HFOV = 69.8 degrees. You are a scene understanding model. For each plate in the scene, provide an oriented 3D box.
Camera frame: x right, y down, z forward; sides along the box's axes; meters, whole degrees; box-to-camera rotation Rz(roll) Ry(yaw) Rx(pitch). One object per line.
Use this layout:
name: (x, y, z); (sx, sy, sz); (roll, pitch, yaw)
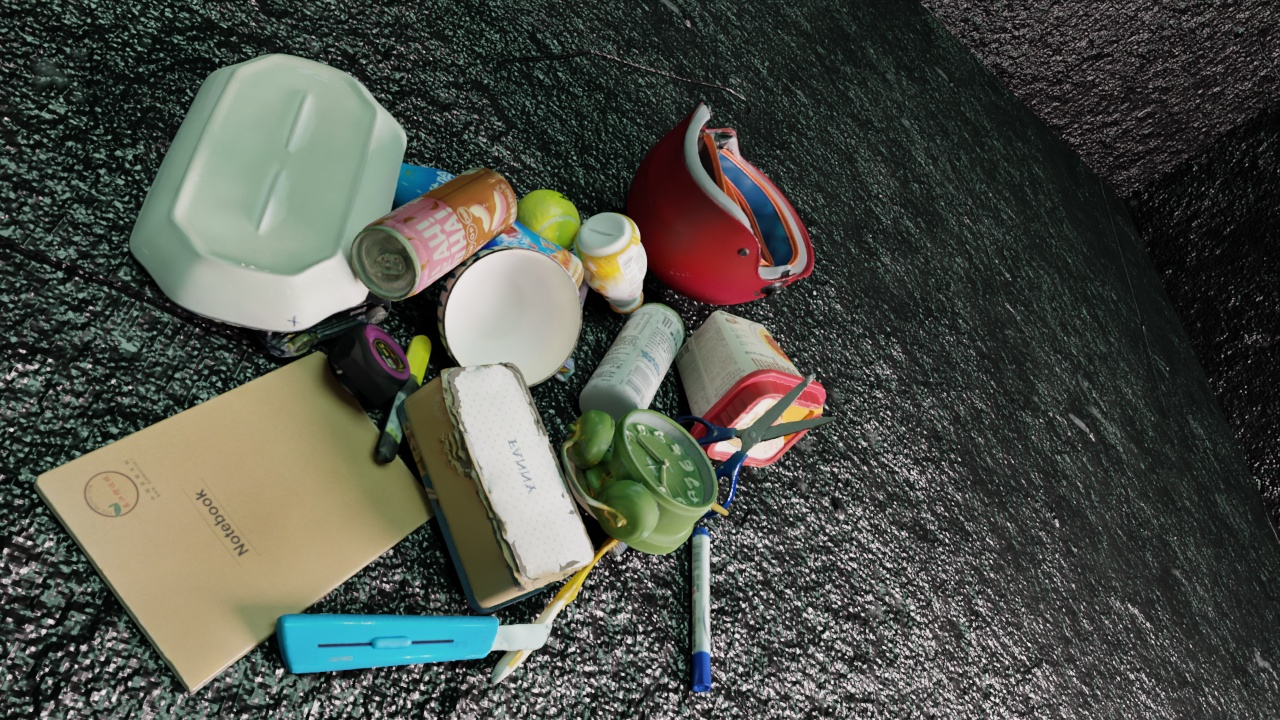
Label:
plate: (-0.263, -0.139, 0.676); (0.162, 0.034, 0.265); (15, 53, -16)

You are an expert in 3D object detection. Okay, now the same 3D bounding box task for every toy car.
toy car: (-0.232, -0.036, 0.671); (0.105, 0.031, 0.049); (-29, 81, -45)

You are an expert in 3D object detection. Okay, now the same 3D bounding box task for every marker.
marker: (-0.177, 0.027, 0.686); (0.018, 0.015, 0.123); (35, 37, -27)
marker: (0.051, 0.207, 0.779); (0.017, 0.017, 0.145); (29, 42, -27)

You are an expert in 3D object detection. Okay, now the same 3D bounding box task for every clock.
clock: (-0.003, 0.094, 0.740); (0.161, 0.056, 0.116); (7, 44, -49)

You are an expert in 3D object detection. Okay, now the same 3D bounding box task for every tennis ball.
tennis ball: (-0.090, -0.129, 0.869); (0.065, 0.066, 0.065); (27, 43, -29)

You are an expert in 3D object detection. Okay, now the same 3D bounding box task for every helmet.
helmet: (0.077, -0.146, 1.001); (0.239, 0.144, 0.206); (19, 46, -55)

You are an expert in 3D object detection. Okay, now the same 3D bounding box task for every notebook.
notebook: (-0.239, 0.088, 0.582); (0.148, 0.008, 0.207); (53, 36, 1)

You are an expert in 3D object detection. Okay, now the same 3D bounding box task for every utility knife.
utility knife: (-0.137, 0.178, 0.589); (0.187, 0.018, 0.034); (10, 77, -36)

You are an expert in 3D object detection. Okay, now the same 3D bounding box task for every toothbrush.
toothbrush: (-0.058, -0.053, 0.879); (0.021, 0.029, 0.188); (6, 43, 4)
toothbrush: (-0.055, 0.181, 0.692); (0.018, 0.016, 0.190); (57, 36, -7)

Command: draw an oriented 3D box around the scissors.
scissors: (0.090, 0.078, 0.823); (0.012, 0.164, 0.160); (16, 84, -60)

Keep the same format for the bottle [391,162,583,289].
bottle: (-0.152, -0.116, 0.796); (0.218, 0.065, 0.065); (33, 41, -22)

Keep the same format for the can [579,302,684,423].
can: (-0.005, 0.005, 0.853); (0.058, 0.058, 0.146); (44, 37, -10)

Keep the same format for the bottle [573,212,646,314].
bottle: (-0.024, -0.089, 0.878); (0.108, 0.063, 0.063); (70, 10, -55)

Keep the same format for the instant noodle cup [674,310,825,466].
instant noodle cup: (0.101, 0.024, 0.913); (0.116, 0.117, 0.124); (14, 39, -39)

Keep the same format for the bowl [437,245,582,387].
bowl: (-0.113, -0.039, 0.754); (0.116, 0.116, 0.066); (27, 1, -29)

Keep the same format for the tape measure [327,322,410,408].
tape measure: (-0.197, 0.004, 0.661); (0.057, 0.039, 0.057); (51, 12, -19)

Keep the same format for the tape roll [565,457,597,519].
tape roll: (-0.026, 0.104, 0.775); (0.085, 0.014, 0.085); (31, 31, -22)

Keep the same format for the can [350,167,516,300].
can: (-0.150, -0.098, 0.688); (0.058, 0.058, 0.146); (47, 35, -6)

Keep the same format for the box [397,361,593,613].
box: (-0.102, 0.094, 0.666); (0.089, 0.061, 0.184); (-3, 68, -54)
